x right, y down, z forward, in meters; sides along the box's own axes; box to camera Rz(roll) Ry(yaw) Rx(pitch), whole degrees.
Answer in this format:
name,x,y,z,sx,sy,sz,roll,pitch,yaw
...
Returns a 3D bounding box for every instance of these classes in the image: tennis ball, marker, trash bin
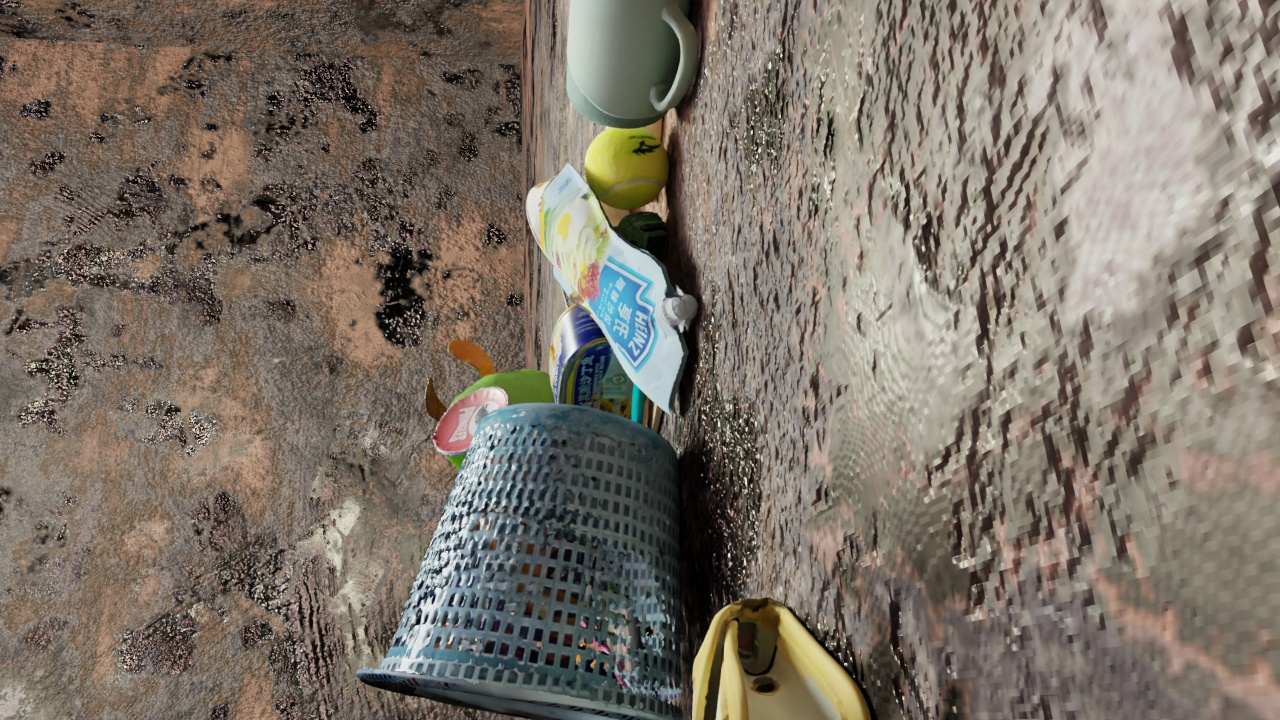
name,x,y,z,sx,sy,sz,roll,pitch,yaw
tennis ball,-0.011,-0.148,0.704,0.065,0.065,0.065,179,91,-80
marker,-0.001,0.242,0.780,0.022,0.020,0.131,109,159,-67
trash bin,-0.058,0.143,0.638,0.227,0.226,0.194,112,169,-66

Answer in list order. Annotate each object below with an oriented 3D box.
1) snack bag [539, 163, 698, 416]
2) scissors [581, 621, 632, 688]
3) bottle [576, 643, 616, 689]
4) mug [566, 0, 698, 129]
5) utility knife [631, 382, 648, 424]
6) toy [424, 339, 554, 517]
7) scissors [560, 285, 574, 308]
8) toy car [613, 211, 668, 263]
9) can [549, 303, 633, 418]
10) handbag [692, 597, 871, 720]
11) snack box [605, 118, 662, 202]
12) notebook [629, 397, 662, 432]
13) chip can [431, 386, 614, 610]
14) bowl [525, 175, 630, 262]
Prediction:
name,x,y,z,sx,sy,sz,roll,pitch,yaw
snack bag,-0.019,-0.055,0.681,0.191,0.038,0.111,53,139,35
scissors,-0.027,0.272,0.837,0.128,0.017,0.133,55,168,16
bottle,-0.055,0.343,0.967,0.063,0.063,0.109,-103,16,-52
mug,-0.001,-0.220,0.645,0.112,0.082,0.107,43,142,32
utility knife,0.001,0.016,0.737,0.029,0.013,0.210,-102,12,-56
toy,-0.124,0.070,0.912,0.227,0.090,0.246,58,-156,4
scissors,-0.063,-0.016,0.936,0.221,0.022,0.221,-103,0,-55
toy car,-0.005,-0.074,0.730,0.036,0.043,0.091,50,139,35
can,-0.041,0.013,0.805,0.148,0.074,0.049,100,162,-49
handbag,0.045,0.196,0.423,0.179,0.063,0.163,-135,48,-81
snack box,-0.009,-0.199,0.807,0.157,0.026,0.085,-110,22,-64
notebook,-0.005,0.005,0.841,0.148,0.008,0.207,101,165,-47
chip can,-0.087,0.127,0.802,0.236,0.072,0.072,58,-169,-35
bowl,-0.049,-0.134,0.877,0.062,0.113,0.113,-31,48,29
